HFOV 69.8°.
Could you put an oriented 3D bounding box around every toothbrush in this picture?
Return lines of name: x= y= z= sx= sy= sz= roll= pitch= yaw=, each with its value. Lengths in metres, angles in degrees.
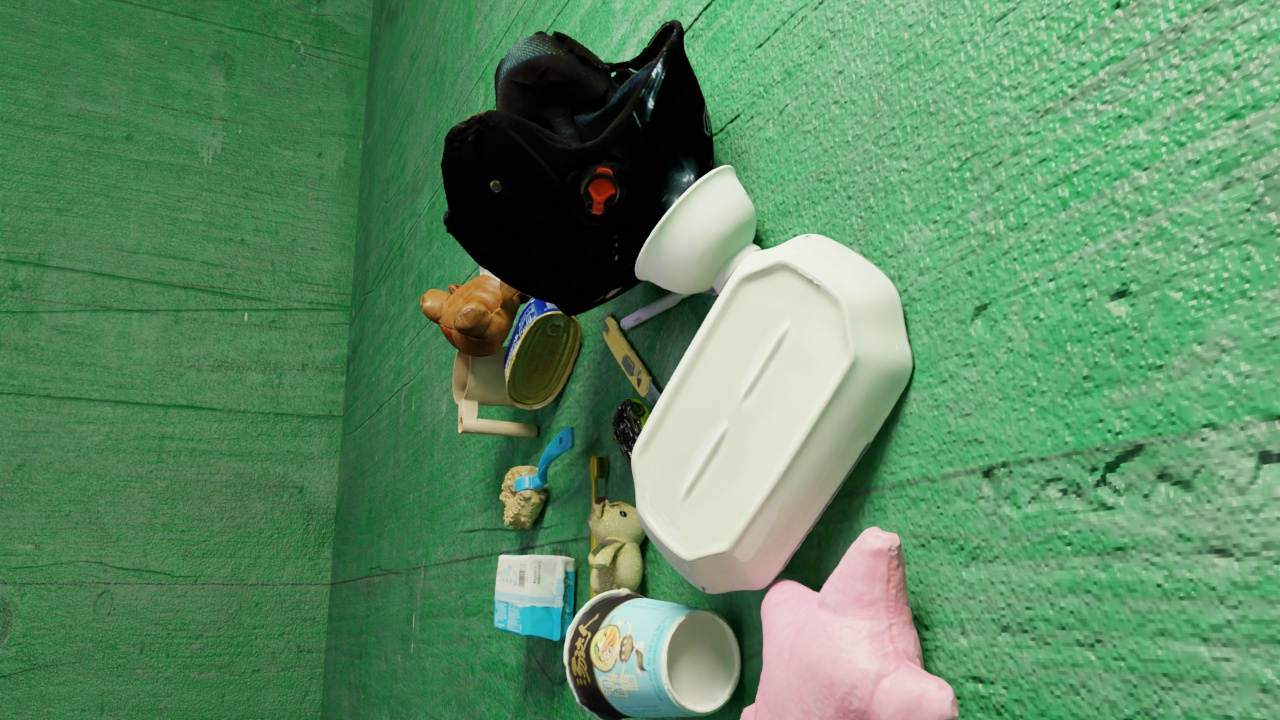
toothbrush: x=0.023 y=-0.053 z=0.884 sx=0.021 sy=0.029 sz=0.190 roll=-49 pitch=11 yaw=-25
toothbrush: x=-0.044 y=0.195 z=0.967 sx=0.016 sy=0.016 sz=0.190 roll=-22 pitch=66 yaw=61

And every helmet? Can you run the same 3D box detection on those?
helmet: x=-0.046 y=-0.172 z=0.819 sx=0.275 sy=0.230 sz=0.232 roll=-27 pitch=29 yaw=24

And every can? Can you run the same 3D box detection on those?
can: x=-0.120 y=-0.011 z=1.108 sx=0.049 sy=0.074 sz=0.148 roll=-110 pitch=36 yaw=-50

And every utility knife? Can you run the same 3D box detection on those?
utility knife: x=-0.006 y=0.005 z=0.939 sx=0.207 sy=0.021 sz=0.031 roll=50 pitch=134 yaw=51

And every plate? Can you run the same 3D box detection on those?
plate: x=0.074 y=0.038 z=0.638 sx=0.162 sy=0.034 sz=0.266 roll=44 pitch=112 yaw=36

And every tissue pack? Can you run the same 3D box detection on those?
tissue pack: x=-0.120 y=0.269 z=1.051 sx=0.140 sy=0.063 sz=0.090 roll=-22 pitch=63 yaw=60

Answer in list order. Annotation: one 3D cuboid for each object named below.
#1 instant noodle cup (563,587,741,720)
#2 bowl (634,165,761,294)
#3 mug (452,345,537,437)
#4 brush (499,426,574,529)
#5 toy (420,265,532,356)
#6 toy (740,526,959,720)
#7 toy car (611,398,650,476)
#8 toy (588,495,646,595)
instant noodle cup: x=0.015 y=0.239 z=0.741 sx=0.121 sy=0.111 sz=0.111 roll=-22 pitch=64 yaw=53
bowl: x=0.059 y=-0.092 z=0.747 sx=0.065 sy=0.118 sz=0.119 roll=43 pitch=132 yaw=13
mug: x=-0.183 y=0.039 z=1.191 sx=0.084 sy=0.103 sz=0.124 roll=-40 pitch=49 yaw=55
brush: x=-0.122 y=0.137 z=1.096 sx=0.255 sy=0.045 sz=0.083 roll=128 pitch=144 yaw=-57
toy: x=-0.175 y=-0.102 z=1.136 sx=0.140 sy=0.199 sz=0.130 roll=21 pitch=145 yaw=43
toy: x=0.118 y=0.188 z=0.566 sx=0.195 sy=0.074 sz=0.178 roll=-68 pitch=26 yaw=22
toy car: x=0.006 y=0.084 z=0.871 sx=0.048 sy=0.032 sz=0.105 roll=-58 pitch=46 yaw=41
toy: x=-0.015 y=0.206 z=0.862 sx=0.105 sy=0.066 sz=0.157 roll=53 pitch=-157 yaw=-62
